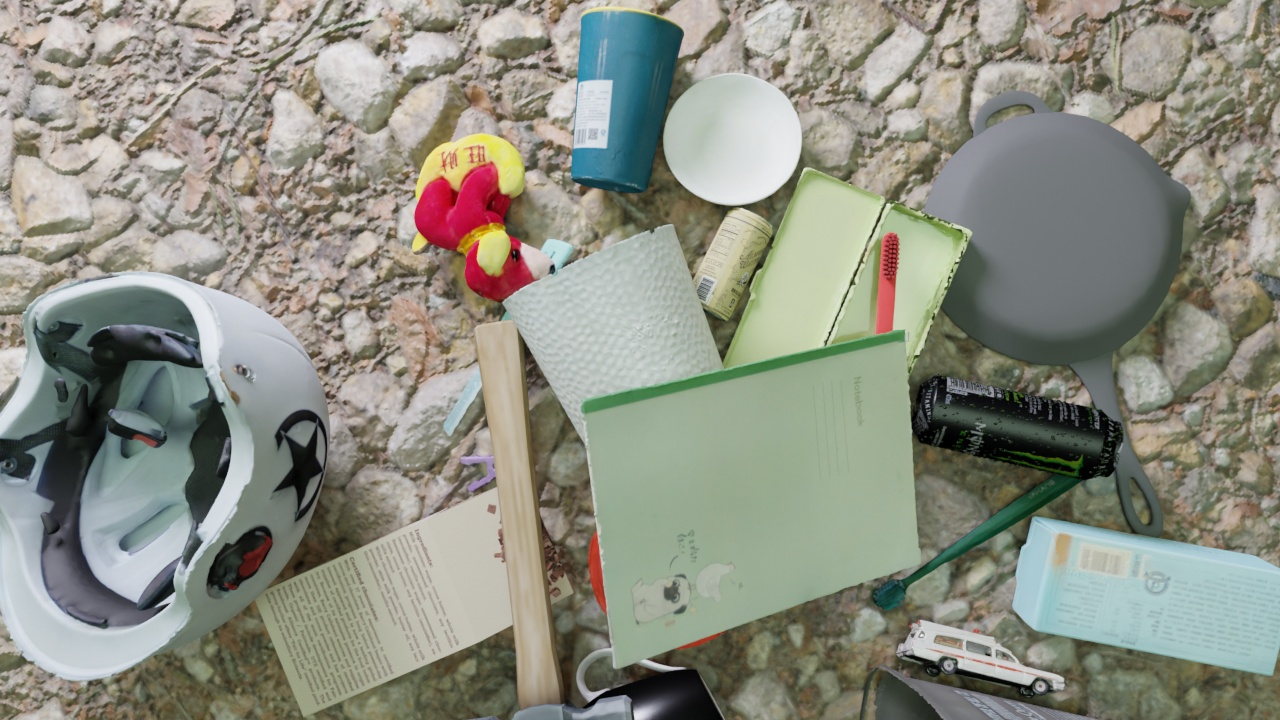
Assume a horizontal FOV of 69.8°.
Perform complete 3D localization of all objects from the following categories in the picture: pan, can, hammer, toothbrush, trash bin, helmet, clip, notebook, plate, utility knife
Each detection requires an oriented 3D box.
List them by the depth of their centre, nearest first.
[{"bbox_3d":[0.274,0.329,0.606,0.220,0.197,0.197,8,87,-3],"label":"trash bin"},{"bbox_3d":[0.086,0.088,0.625,0.252,0.010,0.182,-11,102,-23],"label":"notebook"},{"bbox_3d":[-0.081,0.129,0.640,0.117,0.051,0.322,-9,75,0],"label":"hammer"},{"bbox_3d":[-0.324,0.079,0.646,0.237,0.163,0.264,11,86,23],"label":"helmet"},{"bbox_3d":[-0.004,0.004,0.657,0.133,0.133,0.161,-25,92,2],"label":"trash bin"},{"bbox_3d":[0.270,0.049,0.667,0.138,0.054,0.054,13,89,11],"label":"can"},{"bbox_3d":[0.176,0.013,0.668,0.012,0.018,0.212,3,95,6],"label":"toothbrush"},{"bbox_3d":[0.256,0.131,0.687,0.190,0.017,0.016,-35,89,4],"label":"toothbrush"},{"bbox_3d":[0.331,-0.035,0.689,0.216,0.024,0.354,-18,88,3],"label":"pan"},{"bbox_3d":[0.067,-0.073,0.695,0.038,0.038,0.079,27,90,3],"label":"can"},{"bbox_3d":[0.070,-0.165,0.701,0.104,0.026,0.104,0,81,3],"label":"plate"},{"bbox_3d":[-0.117,0.087,0.714,0.050,0.014,0.046,12,89,5],"label":"clip"},{"bbox_3d":[-0.106,-0.018,0.717,0.022,0.015,0.177,32,93,8],"label":"utility knife"}]

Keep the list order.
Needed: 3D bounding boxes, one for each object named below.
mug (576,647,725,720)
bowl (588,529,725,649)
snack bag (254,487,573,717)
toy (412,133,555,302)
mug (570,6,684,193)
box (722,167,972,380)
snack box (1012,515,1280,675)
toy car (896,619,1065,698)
[{"bbox_3d":[0.003,0.261,0.677,0.100,0.085,0.118,-29,58,-4],"label":"mug"},{"bbox_3d":[0.024,0.157,0.688,0.130,0.045,0.130,0,89,3],"label":"bowl"},{"bbox_3d":[-0.163,0.171,0.685,0.206,0.070,0.094,-24,87,2],"label":"snack bag"},{"bbox_3d":[-0.127,-0.106,0.696,0.106,0.067,0.137,-25,77,11],"label":"toy"},{"bbox_3d":[-0.015,-0.191,0.687,0.078,0.078,0.121,9,93,3],"label":"mug"},{"bbox_3d":[0.148,-0.035,0.688,0.137,0.024,0.187,21,96,2],"label":"box"},{"bbox_3d":[0.368,0.169,0.665,0.175,0.053,0.075,10,95,4],"label":"snack box"},{"bbox_3d":[0.252,0.221,0.682,0.113,0.039,0.039,12,68,2],"label":"toy car"}]
